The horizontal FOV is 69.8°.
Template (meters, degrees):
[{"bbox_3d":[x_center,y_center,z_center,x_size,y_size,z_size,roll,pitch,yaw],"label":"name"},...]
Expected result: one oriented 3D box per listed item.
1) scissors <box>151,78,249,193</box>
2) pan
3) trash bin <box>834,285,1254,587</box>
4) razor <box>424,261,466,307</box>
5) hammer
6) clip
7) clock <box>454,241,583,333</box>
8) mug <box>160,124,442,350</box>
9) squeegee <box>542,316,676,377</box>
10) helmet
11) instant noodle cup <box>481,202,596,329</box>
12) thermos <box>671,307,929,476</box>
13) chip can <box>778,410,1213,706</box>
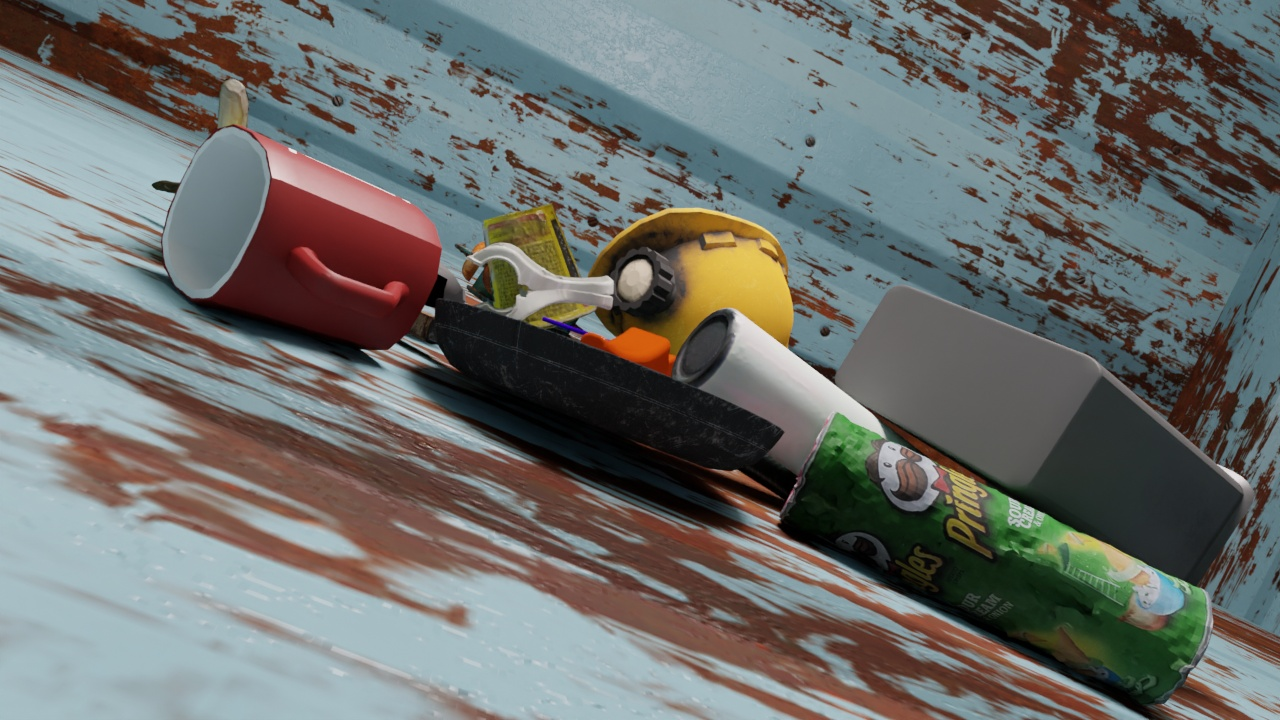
[{"bbox_3d":[-0.224,-0.105,0.544,0.199,0.015,0.179,15,-26,11],"label":"scissors"},{"bbox_3d":[-0.089,-0.004,0.539,0.357,0.040,0.207,18,-5,24],"label":"pan"},{"bbox_3d":[0.279,0.053,0.649,0.219,0.097,0.192,28,5,-33],"label":"trash bin"},{"bbox_3d":[-0.185,-0.077,0.627,0.156,0.060,0.057,37,-23,17],"label":"razor"},{"bbox_3d":[0.037,0.045,0.784,0.130,0.032,0.319,23,4,-37],"label":"hammer"},{"bbox_3d":[-0.097,-0.068,0.747,0.150,0.110,0.126,-19,11,-3],"label":"clip"},{"bbox_3d":[-0.134,-0.070,0.962,0.157,0.073,0.121,37,-4,-38],"label":"clock"},{"bbox_3d":[-0.152,-0.049,0.437,0.116,0.080,0.096,36,9,37],"label":"mug"},{"bbox_3d":[-0.004,0.004,0.688,0.250,0.055,0.184,20,-2,20],"label":"squeegee"},{"bbox_3d":[0.074,-0.037,0.975,0.255,0.206,0.131,25,35,-46],"label":"helmet"},{"bbox_3d":[-0.102,-0.085,0.857,0.102,0.108,0.102,-14,10,2],"label":"instant noodle cup"},{"bbox_3d":[0.127,0.053,0.626,0.230,0.068,0.068,34,0,-21],"label":"thermos"},{"bbox_3d":[0.194,0.109,0.517,0.223,0.075,0.075,26,4,15],"label":"chip can"}]
